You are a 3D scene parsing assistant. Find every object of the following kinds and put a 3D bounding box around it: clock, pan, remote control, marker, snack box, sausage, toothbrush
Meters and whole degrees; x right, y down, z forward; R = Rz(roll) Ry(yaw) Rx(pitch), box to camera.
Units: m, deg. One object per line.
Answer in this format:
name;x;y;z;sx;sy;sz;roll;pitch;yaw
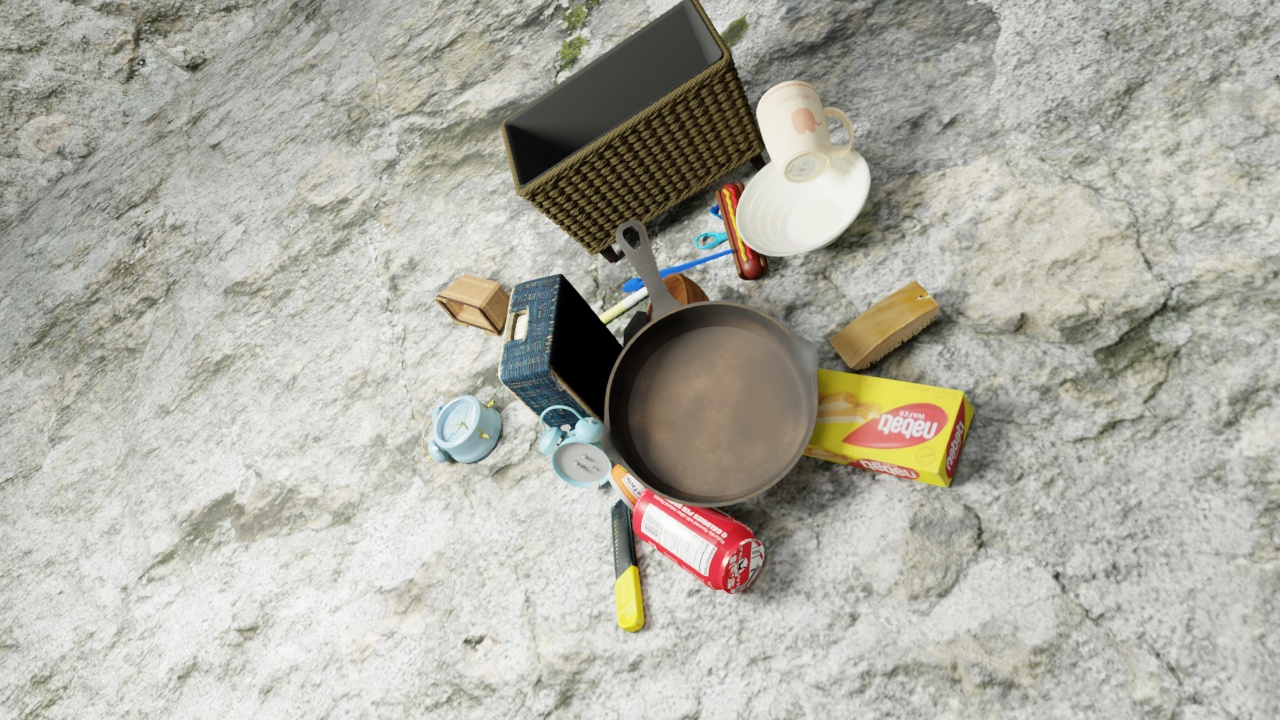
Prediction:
clock;-0.077;0.104;1.103;0.087;0.123;0.041;-17;29;23
clock;-0.253;0.097;1.277;0.125;0.051;0.088;-15;54;25
pan;0.053;-0.006;1.016;0.249;0.043;0.355;-26;67;4
remote control;-0.007;0.007;1.166;0.058;0.013;0.133;130;145;-57
marker;-0.044;-0.062;1.274;0.132;0.014;0.014;-33;46;11
snack box;0.238;0.066;0.971;0.201;0.042;0.092;10;67;39
sausage;0.132;-0.171;1.201;0.040;0.040;0.155;-23;56;19
toothbrush;0.048;-0.123;1.233;0.187;0.016;0.011;-17;43;38

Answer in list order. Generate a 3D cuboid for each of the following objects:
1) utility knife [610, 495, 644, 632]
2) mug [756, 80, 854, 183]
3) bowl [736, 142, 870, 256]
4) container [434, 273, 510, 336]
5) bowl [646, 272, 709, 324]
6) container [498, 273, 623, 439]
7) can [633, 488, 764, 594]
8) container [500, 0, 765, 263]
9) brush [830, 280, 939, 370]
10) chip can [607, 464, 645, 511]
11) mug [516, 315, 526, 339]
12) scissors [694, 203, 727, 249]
utility knife;-0.017;0.225;1.048;0.029;0.020;0.170;-21;51;19
mug;0.208;-0.279;1.136;0.111;0.085;0.104;-6;61;-4
bowl;0.212;-0.188;1.158;0.177;0.058;0.176;-18;51;23
container;-0.250;-0.088;1.402;0.114;0.063;0.061;17;62;41
bowl;0.058;-0.029;1.130;0.147;0.068;0.147;-171;91;-71
container;-0.089;0.004;1.136;0.071;0.187;0.145;-12;53;23
can;0.059;0.187;0.984;0.142;0.074;0.074;27;77;43
container;0.003;-0.300;1.275;0.321;0.205;0.176;-30;47;13
brush;0.273;-0.035;1.021;0.117;0.039;0.049;-36;47;7
chip can;0.062;0.090;1.059;0.210;0.062;0.062;-39;46;5
mug;-0.149;-0.001;1.274;0.122;0.081;0.097;-51;31;31
scissors;0.138;-0.184;1.236;0.135;0.015;0.086;6;64;35
